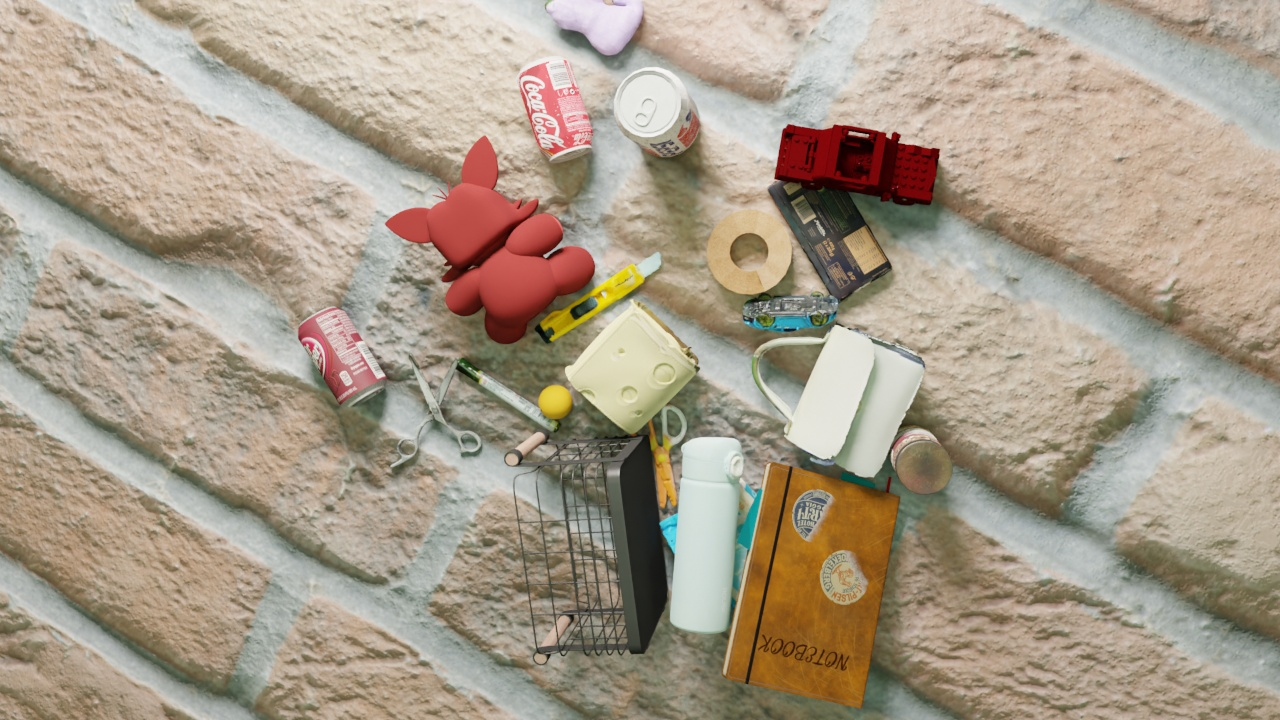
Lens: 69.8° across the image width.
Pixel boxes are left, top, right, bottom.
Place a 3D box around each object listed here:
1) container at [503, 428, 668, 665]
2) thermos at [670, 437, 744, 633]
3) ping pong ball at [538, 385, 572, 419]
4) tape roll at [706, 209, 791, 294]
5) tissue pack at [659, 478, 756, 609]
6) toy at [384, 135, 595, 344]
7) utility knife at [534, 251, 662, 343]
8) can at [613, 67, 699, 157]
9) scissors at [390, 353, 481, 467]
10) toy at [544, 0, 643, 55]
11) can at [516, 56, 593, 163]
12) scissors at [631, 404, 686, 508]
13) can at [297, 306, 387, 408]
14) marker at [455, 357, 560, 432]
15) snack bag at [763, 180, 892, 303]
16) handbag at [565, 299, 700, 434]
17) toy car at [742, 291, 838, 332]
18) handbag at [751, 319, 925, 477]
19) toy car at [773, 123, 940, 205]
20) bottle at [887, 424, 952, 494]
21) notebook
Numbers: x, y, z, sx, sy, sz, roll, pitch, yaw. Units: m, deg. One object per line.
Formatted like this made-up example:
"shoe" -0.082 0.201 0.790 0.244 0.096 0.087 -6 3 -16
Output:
"container" -0.057 0.202 1.024 0.130 0.162 0.241 -5 98 13
"thermos" 0.072 0.185 0.995 0.078 0.065 0.207 5 90 52
"ping pong ball" -0.100 0.049 1.080 0.040 0.040 0.040 1 97 9
"tape roll" 0.122 -0.121 1.029 0.094 0.027 0.094 1 97 10
"tissue pack" 0.129 0.229 1.052 0.209 0.066 0.117 45 100 4
"toy" -0.165 -0.126 1.033 0.158 0.120 0.197 -37 99 14
"utility knife" -0.048 -0.074 1.072 0.175 0.017 0.030 -33 99 9
"can" 0.019 -0.262 0.975 0.078 0.136 0.078 1 97 9
"scissors" -0.259 0.069 1.118 0.172 0.014 0.141 -41 98 16
"toy" -0.048 -0.391 1.023 0.099 0.036 0.080 37 91 -1
"can" -0.095 -0.280 1.029 0.064 0.064 0.105 -18 93 11
"scissors" 0.033 0.114 1.081 0.074 0.012 0.131 -14 93 12
"can" -0.360 -0.003 1.107 0.063 0.063 0.114 -32 91 12
"marker" -0.159 0.042 1.102 0.146 0.017 0.017 33 101 5
"snack bag" 0.209 -0.146 1.016 0.075 0.018 0.155 -31 91 11
"handbag" -0.006 0.006 1.039 0.111 0.081 0.119 44 99 -1
"toy car" 0.166 -0.051 1.019 0.105 0.048 0.032 -3 125 14
"handbag" 0.205 0.031 1.010 0.176 0.074 0.151 24 100 7
"toy car" 0.233 -0.210 0.971 0.170 0.062 0.070 10 91 1
"bottle" 0.298 0.105 0.986 0.056 0.105 0.056 1 96 10
"notebook" 0.183 0.232 0.996 0.178 0.014 0.249 16 79 -12
